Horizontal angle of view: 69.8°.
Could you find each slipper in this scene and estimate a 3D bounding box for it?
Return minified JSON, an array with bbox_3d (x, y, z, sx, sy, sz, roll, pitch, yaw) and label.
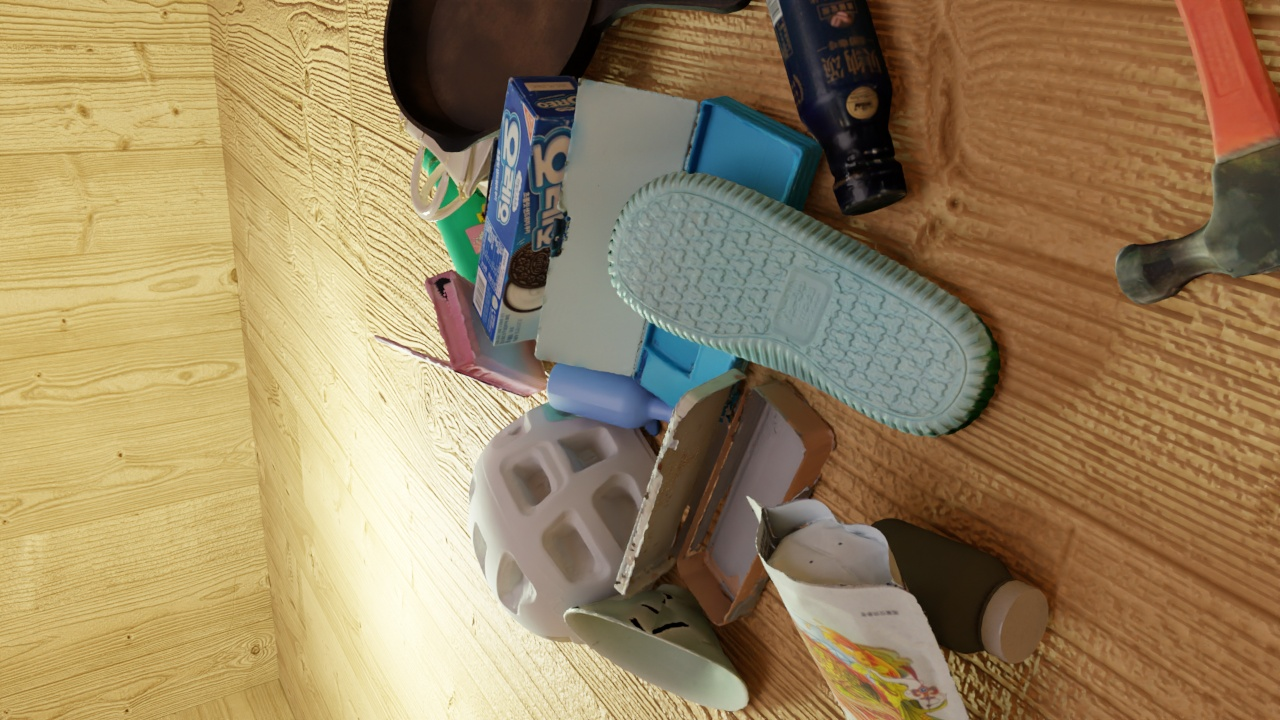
[{"bbox_3d":[0.099,-0.042,0.589,0.276,0.069,0.116,29,121,27],"label":"slipper"}]

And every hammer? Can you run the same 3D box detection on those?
[{"bbox_3d":[0.228,-0.200,0.390,0.133,0.033,0.333,-24,79,59],"label":"hammer"}]

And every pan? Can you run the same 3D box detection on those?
[{"bbox_3d":[-0.065,-0.279,0.729,0.357,0.043,0.248,10,89,33],"label":"pan"}]

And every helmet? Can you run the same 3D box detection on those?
[{"bbox_3d":[-0.075,0.166,0.916,0.283,0.183,0.224,94,155,-59],"label":"helmet"}]

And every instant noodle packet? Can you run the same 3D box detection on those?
[{"bbox_3d":[0.145,0.204,0.550,0.147,0.057,0.269,25,144,57],"label":"instant noodle packet"}]

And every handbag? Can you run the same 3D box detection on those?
[{"bbox_3d":[-0.161,-0.220,0.876,0.198,0.101,0.194,-56,48,14],"label":"handbag"}]

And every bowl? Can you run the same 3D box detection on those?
[{"bbox_3d":[0.024,0.234,0.799,0.174,0.067,0.174,21,150,13],"label":"bowl"}]

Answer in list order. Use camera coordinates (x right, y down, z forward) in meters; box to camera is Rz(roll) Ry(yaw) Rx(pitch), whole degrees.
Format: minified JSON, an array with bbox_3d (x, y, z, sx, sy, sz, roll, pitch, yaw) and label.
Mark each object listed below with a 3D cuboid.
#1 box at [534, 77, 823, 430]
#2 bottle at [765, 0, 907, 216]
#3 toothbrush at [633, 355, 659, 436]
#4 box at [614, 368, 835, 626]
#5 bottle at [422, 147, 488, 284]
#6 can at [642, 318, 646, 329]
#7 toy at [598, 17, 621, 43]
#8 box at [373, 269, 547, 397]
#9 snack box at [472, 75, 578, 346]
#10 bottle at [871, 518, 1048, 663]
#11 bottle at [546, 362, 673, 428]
[{"bbox_3d":[0.022,-0.078,0.687,0.174,0.063,0.244,22,126,11],"label":"box"},{"bbox_3d":[0.118,-0.167,0.546,0.056,0.056,0.160,-23,80,58],"label":"bottle"},{"bbox_3d":[-0.005,0.005,0.828,0.021,0.016,0.132,-19,83,31],"label":"toothbrush"},{"bbox_3d":[0.066,0.116,0.701,0.108,0.094,0.217,31,129,19],"label":"box"},{"bbox_3d":[-0.194,-0.158,1.025,0.209,0.068,0.068,64,145,22],"label":"bottle"},{"bbox_3d":[-0.043,-0.084,0.801,0.146,0.080,0.080,46,135,41],"label":"can"},{"bbox_3d":[-0.048,-0.303,0.776,0.103,0.050,0.065,-20,77,52],"label":"toy"},{"bbox_3d":[-0.174,-0.008,0.903,0.232,0.099,0.099,38,-145,-79],"label":"box"},{"bbox_3d":[-0.086,-0.110,0.725,0.059,0.059,0.227,58,145,35],"label":"snack box"},{"bbox_3d":[0.178,0.135,0.541,0.108,0.060,0.060,16,113,55],"label":"bottle"},{"bbox_3d":[-0.016,0.034,0.801,0.131,0.047,0.048,13,113,27],"label":"bottle"}]
